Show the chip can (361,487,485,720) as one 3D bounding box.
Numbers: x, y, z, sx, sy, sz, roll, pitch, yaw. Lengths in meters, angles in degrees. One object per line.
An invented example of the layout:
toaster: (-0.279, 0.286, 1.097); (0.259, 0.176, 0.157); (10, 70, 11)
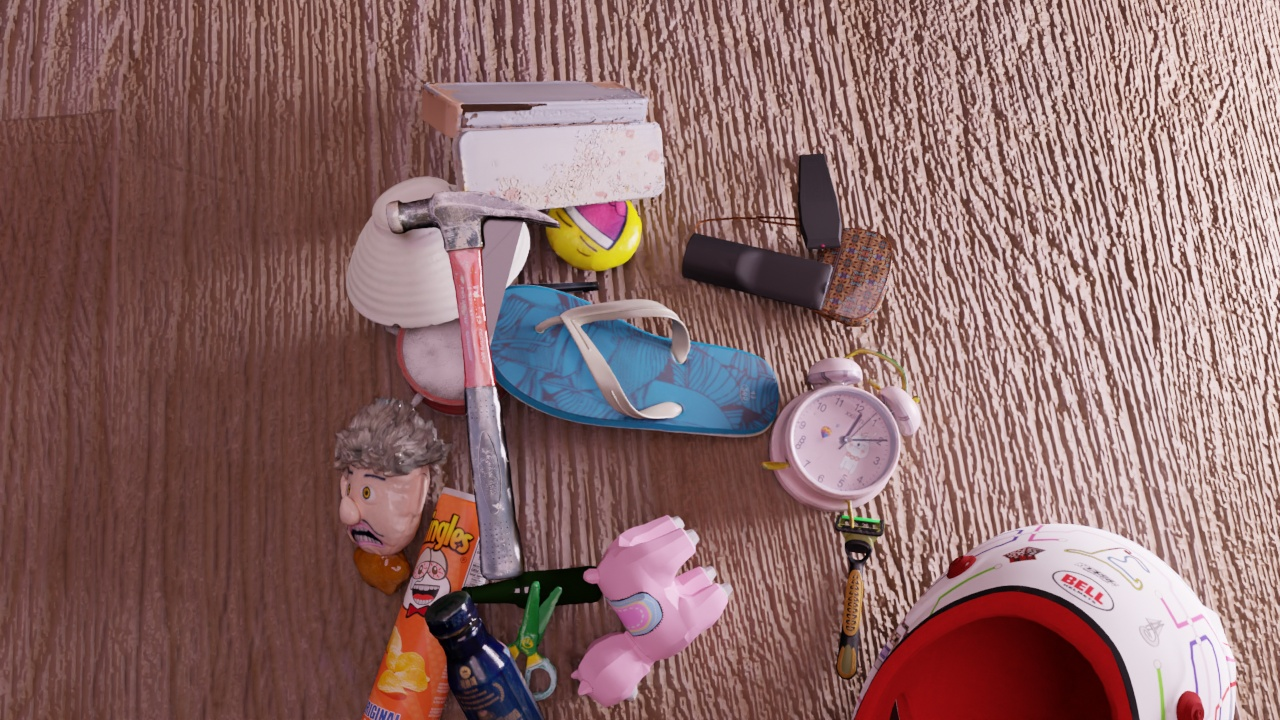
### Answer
chip can: (-0.177, 0.220, 0.797); (0.062, 0.062, 0.210); (17, 77, 3)

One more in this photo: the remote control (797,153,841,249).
remote control: (0.173, -0.159, 0.899); (0.039, 0.010, 0.124); (-3, 56, 6)

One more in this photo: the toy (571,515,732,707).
toy: (-0.002, 0.218, 0.791); (0.157, 0.067, 0.123); (-36, 106, -8)

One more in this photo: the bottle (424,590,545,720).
bottle: (-0.127, 0.266, 0.760); (0.056, 0.056, 0.161); (-25, 107, -7)

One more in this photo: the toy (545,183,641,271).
toy: (-0.046, -0.130, 0.895); (0.094, 0.041, 0.095); (-41, 80, -15)

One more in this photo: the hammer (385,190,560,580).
hammer: (-0.125, 0.020, 0.772); (0.140, 0.036, 0.326); (-6, 92, -3)

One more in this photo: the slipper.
slipper: (-0.005, 0.005, 0.823); (0.294, 0.060, 0.118); (13, 74, -13)

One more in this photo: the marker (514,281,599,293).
marker: (-0.102, -0.067, 0.890); (0.123, 0.018, 0.015); (-4, 82, -3)

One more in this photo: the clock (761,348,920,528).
clock: (0.190, 0.063, 0.845); (0.117, 0.059, 0.157); (32, 77, 6)

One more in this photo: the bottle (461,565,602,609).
bottle: (-0.094, 0.199, 0.795); (0.122, 0.033, 0.033); (2, 75, -27)

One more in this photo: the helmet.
helmet: (0.305, 0.278, 0.709); (0.231, 0.235, 0.314); (32, 97, 38)

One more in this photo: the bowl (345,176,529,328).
bowl: (-0.195, -0.117, 0.832); (0.177, 0.071, 0.177); (-7, 48, 7)

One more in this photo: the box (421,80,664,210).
box: (-0.087, -0.202, 0.862); (0.216, 0.095, 0.121); (-12, 39, -33)

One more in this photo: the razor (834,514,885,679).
razor: (0.192, 0.213, 0.829); (0.044, 0.021, 0.144); (5, 75, 18)

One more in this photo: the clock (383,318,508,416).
clock: (-0.148, -0.011, 0.854); (0.156, 0.062, 0.110); (-17, 78, -11)

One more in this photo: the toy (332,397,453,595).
toy: (-0.230, 0.119, 0.806); (0.076, 0.133, 0.176); (-1, 93, -44)

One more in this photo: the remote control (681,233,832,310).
remote control: (0.110, -0.086, 0.879); (0.140, 0.021, 0.045); (16, 92, 16)

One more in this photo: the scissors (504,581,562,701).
scissors: (-0.086, 0.243, 0.786); (0.078, 0.013, 0.132); (29, 112, -7)

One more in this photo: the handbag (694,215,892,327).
handbag: (0.146, -0.098, 0.902); (0.196, 0.043, 0.093); (17, 80, 12)
